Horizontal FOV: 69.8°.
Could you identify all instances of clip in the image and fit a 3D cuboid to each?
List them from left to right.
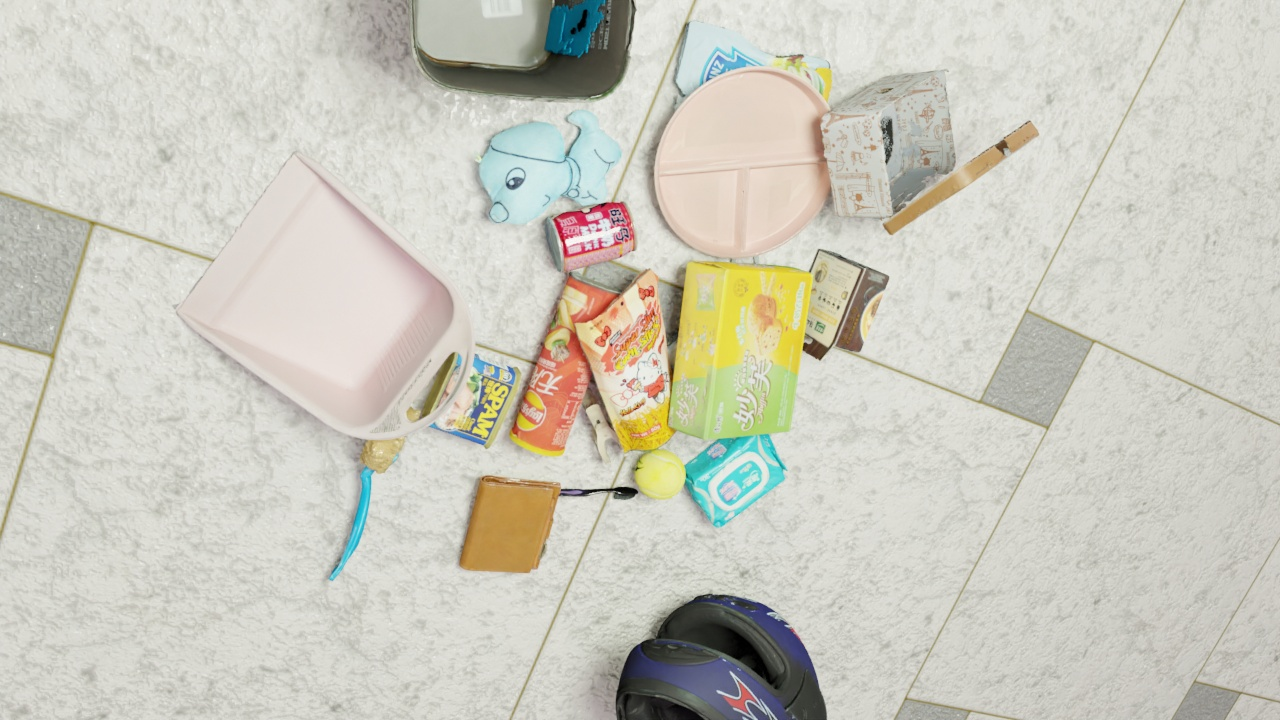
[{"bbox_3d":[-0.049,0.085,1.154,0.034,0.071,0.100,-28,121,-3],"label":"clip"}]

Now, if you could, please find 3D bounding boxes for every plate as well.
[{"bbox_3d":[0.124,-0.231,1.083,0.229,0.028,0.230,-7,120,-12],"label":"plate"}]

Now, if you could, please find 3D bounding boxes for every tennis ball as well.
[{"bbox_3d":[0.025,0.147,1.187,0.065,0.065,0.065,-6,110,-17],"label":"tennis ball"}]

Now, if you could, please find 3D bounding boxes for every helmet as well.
[{"bbox_3d":[0.111,0.430,1.218,0.239,0.248,0.316,-59,135,-42],"label":"helmet"}]

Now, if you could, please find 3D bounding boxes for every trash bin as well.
[{"bbox_3d":[-0.127,-0.354,0.870,0.198,0.220,0.199,-1,108,-18],"label":"trash bin"}]

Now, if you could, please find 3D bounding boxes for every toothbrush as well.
[{"bbox_3d":[-0.093,0.172,1.184,0.188,0.014,0.017,3,132,-19],"label":"toothbrush"}]

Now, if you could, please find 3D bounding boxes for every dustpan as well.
[{"bbox_3d":[-0.311,-0.051,0.959,0.273,0.139,0.222,33,96,-27],"label":"dustpan"}]

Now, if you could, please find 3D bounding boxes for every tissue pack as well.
[{"bbox_3d":[0.127,0.151,1.232,0.133,0.050,0.093,-38,115,-4],"label":"tissue pack"}]

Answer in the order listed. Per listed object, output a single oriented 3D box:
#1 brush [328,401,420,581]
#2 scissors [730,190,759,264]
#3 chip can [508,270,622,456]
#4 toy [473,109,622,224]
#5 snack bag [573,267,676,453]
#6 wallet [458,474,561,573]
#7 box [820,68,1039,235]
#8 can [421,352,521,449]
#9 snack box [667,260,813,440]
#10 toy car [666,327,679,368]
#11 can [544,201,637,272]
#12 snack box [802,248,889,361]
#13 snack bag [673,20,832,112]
[{"bbox_3d":[-0.317,0.153,1.073,0.046,0.083,0.255,22,108,-8],"label":"brush"},{"bbox_3d":[0.129,-0.197,1.132,0.156,0.012,0.166,33,96,-28],"label":"scissors"},{"bbox_3d":[-0.089,0.005,1.093,0.073,0.073,0.217,17,103,-24],"label":"chip can"},{"bbox_3d":[-0.106,-0.215,1.020,0.156,0.050,0.161,22,84,-17],"label":"toy"},{"bbox_3d":[-0.007,0.006,1.097,0.128,0.073,0.208,-40,134,-30],"label":"snack bag"},{"bbox_3d":[-0.163,0.208,1.156,0.107,0.031,0.132,8,114,-21],"label":"wallet"},{"bbox_3d":[0.340,-0.240,1.058,0.182,0.188,0.155,-38,120,-37],"label":"box"},{"bbox_3d":[-0.199,0.043,1.077,0.083,0.057,0.102,22,100,-22],"label":"can"},{"bbox_3d":[0.124,-0.013,1.126,0.157,0.070,0.210,-2,103,-39],"label":"snack box"},{"bbox_3d":[0.065,-0.027,1.158,0.090,0.034,0.043,-46,120,2],"label":"toy car"},{"bbox_3d":[-0.056,-0.143,1.054,0.093,0.066,0.066,-16,113,-13],"label":"can"},{"bbox_3d":[0.243,-0.068,1.160,0.053,0.113,0.126,13,104,-24],"label":"snack box"},{"bbox_3d":[0.130,-0.319,1.075,0.190,0.039,0.110,8,113,-21],"label":"snack bag"}]
